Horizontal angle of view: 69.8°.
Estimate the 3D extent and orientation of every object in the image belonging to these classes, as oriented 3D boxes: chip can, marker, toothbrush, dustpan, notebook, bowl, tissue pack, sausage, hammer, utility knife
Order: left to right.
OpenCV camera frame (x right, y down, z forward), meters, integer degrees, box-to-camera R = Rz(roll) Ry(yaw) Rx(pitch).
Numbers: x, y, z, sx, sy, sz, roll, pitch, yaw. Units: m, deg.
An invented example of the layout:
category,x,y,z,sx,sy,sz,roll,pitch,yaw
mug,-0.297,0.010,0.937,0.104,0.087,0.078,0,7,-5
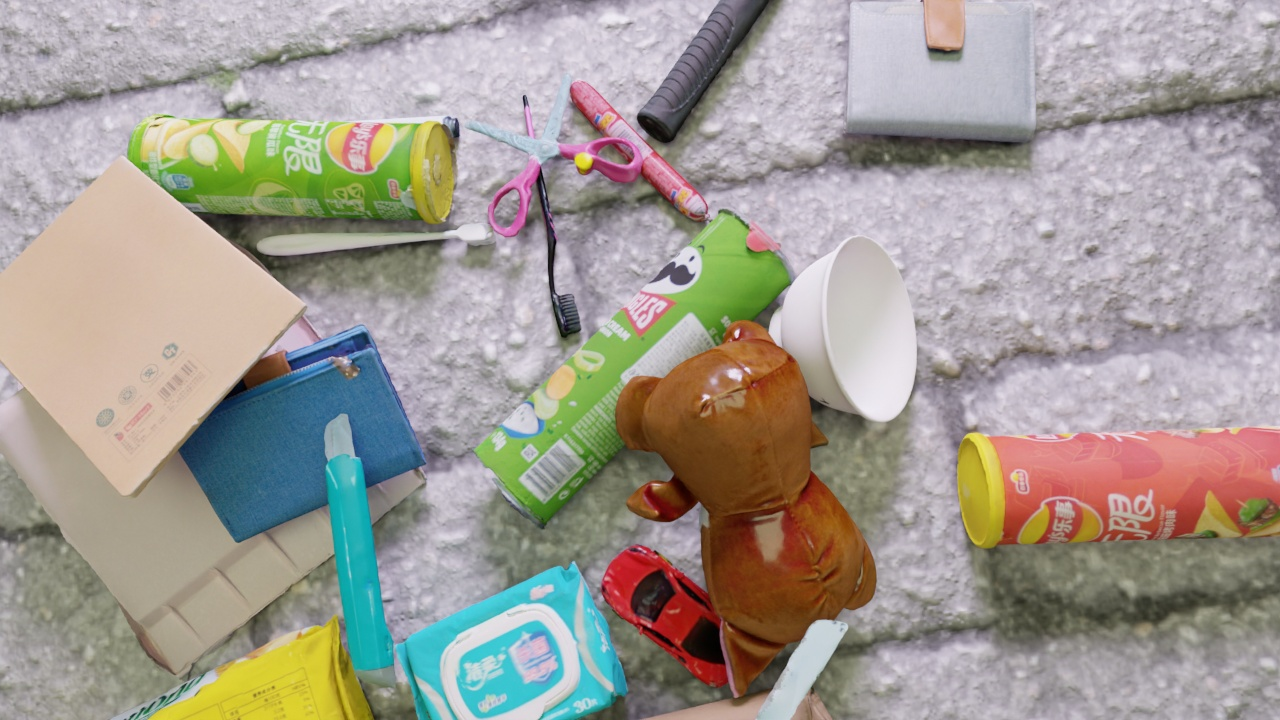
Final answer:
category,x,y,z,sx,sy,sz,roll,pitch,yaw
notebook,-0.319,-0.030,0.569,0.208,0.008,0.147,34,78,24
dustpan,-0.314,0.039,0.656,0.222,0.139,0.273,-35,106,-5
chip can,-0.247,-0.137,0.653,0.221,0.072,0.072,2,79,5
utility knife,-0.177,0.120,0.576,0.029,0.013,0.176,-7,92,-3
marker,-0.199,-0.169,0.684,0.131,0.018,0.023,-1,104,5
toothbrush,-0.193,-0.087,0.669,0.180,0.016,0.016,-2,76,6
tissue pack,-0.082,0.196,0.584,0.133,0.050,0.093,-26,79,-1
toothbrush,-0.066,-0.107,0.663,0.017,0.014,0.189,-9,77,-8
chip can,-0.004,0.004,0.605,0.236,0.072,0.072,-44,79,-4
sausage,-0.002,-0.151,0.663,0.020,0.020,0.156,-42,78,-5
utility knife,0.047,0.230,0.487,0.034,0.018,0.218,31,82,22
hammer,0.094,-0.288,0.677,0.129,0.033,0.300,33,83,11
bowl,0.123,-0.016,0.595,0.065,0.118,0.118,-9,75,41
chip can,0.313,0.078,0.566,0.216,0.073,0.073,-2,78,3

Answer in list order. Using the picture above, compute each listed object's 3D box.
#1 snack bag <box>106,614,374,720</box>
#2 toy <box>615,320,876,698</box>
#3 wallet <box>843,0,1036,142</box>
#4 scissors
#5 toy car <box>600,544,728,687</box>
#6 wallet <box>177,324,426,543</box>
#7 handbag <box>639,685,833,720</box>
category,x,y,z,sx,sy,sz,roll,pitch,yaw
snack bag,-0.275,0.281,0.574,0.246,0.068,0.158,-25,78,-2
toy,0.065,0.085,0.552,0.140,0.131,0.199,-27,95,-17
wallet,0.212,-0.209,0.649,0.130,0.037,0.106,4,80,5
scissors,-0.066,-0.145,0.655,0.133,0.017,0.134,20,82,7
toy car,0.022,0.163,0.593,0.106,0.031,0.049,37,82,12
wallet,-0.219,0.047,0.588,0.133,0.040,0.106,-23,113,-10
handbag,0.042,0.279,0.537,0.204,0.100,0.147,-14,70,2
